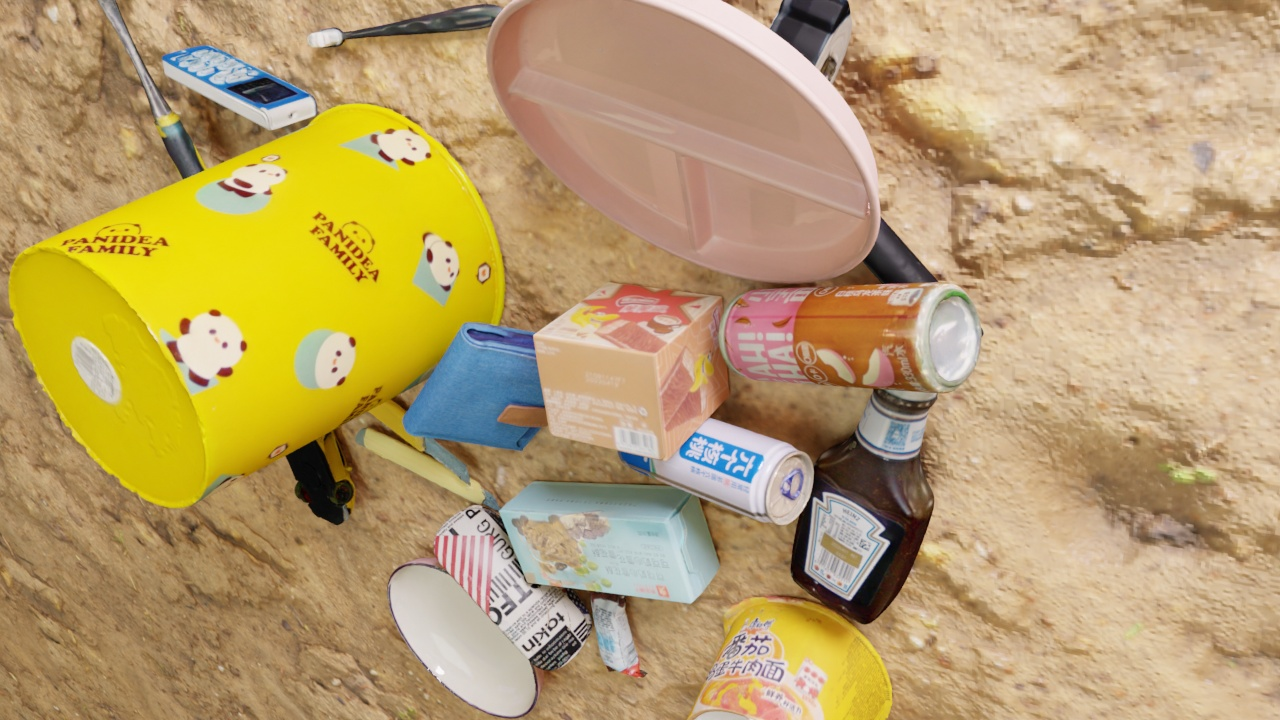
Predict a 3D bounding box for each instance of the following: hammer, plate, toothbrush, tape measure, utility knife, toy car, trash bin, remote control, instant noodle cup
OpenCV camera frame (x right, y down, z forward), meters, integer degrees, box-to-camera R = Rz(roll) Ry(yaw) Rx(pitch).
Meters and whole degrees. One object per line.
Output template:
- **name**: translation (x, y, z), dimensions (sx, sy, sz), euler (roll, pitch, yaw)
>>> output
- **hammer**: translation (-0.392, -0.190, 0.779), dimensions (0.126, 0.032, 0.324), euler (-130, 21, -57)
- **plate**: translation (-0.168, 0.268, 0.911), dimensions (0.192, 0.038, 0.193), euler (19, 127, 26)
- **toothbrush**: translation (-0.167, -0.231, 0.638), dimensions (0.181, 0.018, 0.016), euler (5, 116, 30)
- **tape measure**: translation (0.083, -0.155, 0.478), dimensions (0.033, 0.066, 0.066), euler (29, 102, 13)
- **plate**: translation (0.023, -0.117, 0.494), dimensions (0.229, 0.028, 0.230), euler (27, 164, 8)
- **utility knife**: translation (-0.201, 0.101, 0.854), dimensions (0.167, 0.018, 0.031), euler (27, 132, 21)
- **toy car**: translation (-0.328, 0.093, 0.919), dimensions (0.071, 0.041, 0.156), euler (-2, 113, 35)
- **trash bin**: translation (-0.265, -0.039, 0.658), dimensions (0.230, 0.254, 0.230), euler (17, 125, 26)
- **toothbrush**: translation (0.115, -0.088, 0.525), dimensions (0.026, 0.027, 0.212), euler (-41, 88, -2)
- **remote control**: translation (-0.319, -0.217, 0.728), dimensions (0.125, 0.048, 0.024), euler (28, 131, 19)
- **utility knife**: translation (-0.230, 0.049, 0.843), dimensions (0.209, 0.015, 0.033), euler (35, 130, 16)
- **instant noodle cup**: translation (0.102, 0.263, 0.681), dimensions (0.138, 0.109, 0.138), euler (18, 125, 27)

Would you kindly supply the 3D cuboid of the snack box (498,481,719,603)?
- **snack box**: translation (-0.027, 0.143, 0.737), dimensions (0.175, 0.051, 0.074), euler (-3, 113, 36)

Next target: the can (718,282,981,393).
- **can**: translation (0.114, -0.014, 0.522), dimensions (0.147, 0.057, 0.058), euler (3, 119, 51)

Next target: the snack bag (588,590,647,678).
- **snack bag**: translation (-0.024, 0.238, 0.807), dimensions (0.045, 0.026, 0.105), euler (10, 121, 40)

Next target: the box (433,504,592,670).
- **box**: translation (-0.113, 0.201, 0.828), dimensions (0.162, 0.076, 0.088), euler (44, 164, 5)

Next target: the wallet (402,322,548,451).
- **wallet**: translation (-0.111, 0.025, 0.703), dimensions (0.133, 0.106, 0.040), euler (-47, 42, 43)

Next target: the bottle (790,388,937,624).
- **bottle**: translation (0.149, 0.078, 0.585), dimensions (0.080, 0.043, 0.195), euler (29, 128, 30)

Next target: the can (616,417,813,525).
- **can**: translation (0.048, 0.067, 0.621), dimensions (0.135, 0.053, 0.053), euler (16, 125, 42)

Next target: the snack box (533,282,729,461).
- **snack box**: translation (-0.004, 0.004, 0.611), dimensions (0.093, 0.094, 0.077), euler (10, 121, 30)
